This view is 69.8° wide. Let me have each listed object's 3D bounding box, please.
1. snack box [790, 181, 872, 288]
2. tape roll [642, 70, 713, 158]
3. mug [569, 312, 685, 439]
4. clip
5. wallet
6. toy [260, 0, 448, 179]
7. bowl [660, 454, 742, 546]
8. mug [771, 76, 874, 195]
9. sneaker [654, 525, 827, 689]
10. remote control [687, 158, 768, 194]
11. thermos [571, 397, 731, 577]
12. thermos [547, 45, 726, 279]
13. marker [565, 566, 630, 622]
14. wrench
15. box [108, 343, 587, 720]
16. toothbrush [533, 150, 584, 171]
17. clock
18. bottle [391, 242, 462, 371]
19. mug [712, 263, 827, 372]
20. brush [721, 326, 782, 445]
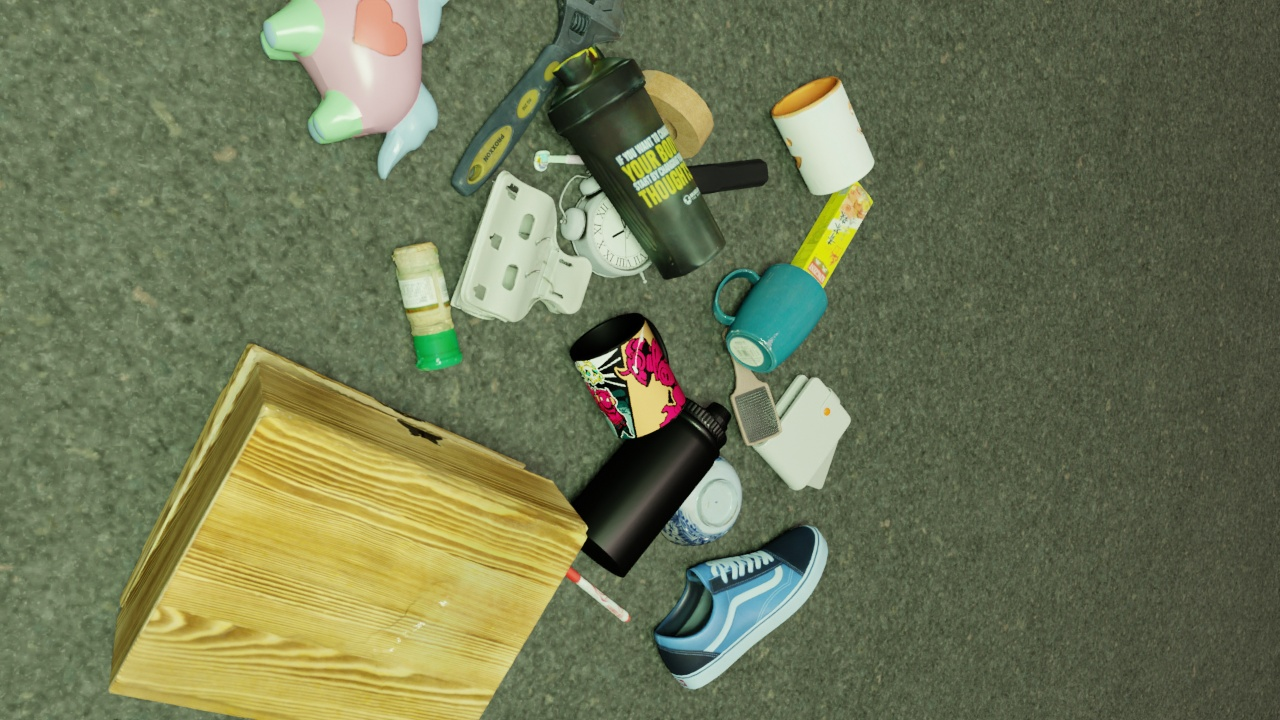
[{"bbox_3d":[0.224,-0.145,1.089,0.040,0.029,0.147,41,72,-29],"label":"snack box"},{"bbox_3d":[0.025,-0.242,0.908,0.094,0.094,0.027,41,72,-30],"label":"tape roll"},{"bbox_3d":[-0.006,0.005,0.928,0.098,0.082,0.117,62,36,-22],"label":"mug"},{"bbox_3d":[-0.118,-0.094,0.860,0.152,0.101,0.126,30,78,-62],"label":"clip"},{"bbox_3d":[0.201,0.092,1.093,0.115,0.037,0.118,46,73,-28],"label":"wallet"},{"bbox_3d":[-0.214,-0.272,0.742,0.171,0.120,0.222,-31,110,-17],"label":"toy"},{"bbox_3d":[0.072,0.154,1.007,0.114,0.045,0.114,-4,96,-34],"label":"bowl"},{"bbox_3d":[0.206,-0.253,1.036,0.082,0.082,0.105,-43,117,-23],"label":"mug"},{"bbox_3d":[0.113,0.250,1.023,0.240,0.083,0.098,-38,114,-22],"label":"sneaker"},{"bbox_3d":[0.086,-0.199,1.000,0.136,0.015,0.032,-14,102,-32],"label":"remote control"},{"bbox_3d":[0.012,0.116,0.938,0.198,0.086,0.086,-49,118,-20],"label":"thermos"},{"bbox_3d":[-0.004,-0.185,0.860,0.098,0.098,0.221,-41,108,-24],"label":"thermos"},{"bbox_3d":[-0.057,0.232,0.949,0.142,0.013,0.012,46,70,-29],"label":"marker"},{"bbox_3d":[-0.095,-0.264,0.869,0.073,0.022,0.272,44,70,-36],"label":"wrench"},{"bbox_3d":[-0.239,0.162,0.748,0.279,0.192,0.251,28,94,-33],"label":"box"},{"bbox_3d":[-0.035,-0.199,0.919,0.154,0.015,0.022,-7,133,-33],"label":"toothbrush"},{"bbox_3d":[-0.030,-0.136,0.916,0.122,0.035,0.094,35,75,-32],"label":"clock"},{"bbox_3d":[-0.190,-0.048,0.815,0.043,0.043,0.111,-18,103,-31],"label":"bottle"},{"bbox_3d":[0.132,-0.051,1.008,0.112,0.085,0.104,35,61,6],"label":"mug"},{"bbox_3d":[0.121,0.026,1.029,0.049,0.015,0.135,-19,93,-21],"label":"brush"}]
